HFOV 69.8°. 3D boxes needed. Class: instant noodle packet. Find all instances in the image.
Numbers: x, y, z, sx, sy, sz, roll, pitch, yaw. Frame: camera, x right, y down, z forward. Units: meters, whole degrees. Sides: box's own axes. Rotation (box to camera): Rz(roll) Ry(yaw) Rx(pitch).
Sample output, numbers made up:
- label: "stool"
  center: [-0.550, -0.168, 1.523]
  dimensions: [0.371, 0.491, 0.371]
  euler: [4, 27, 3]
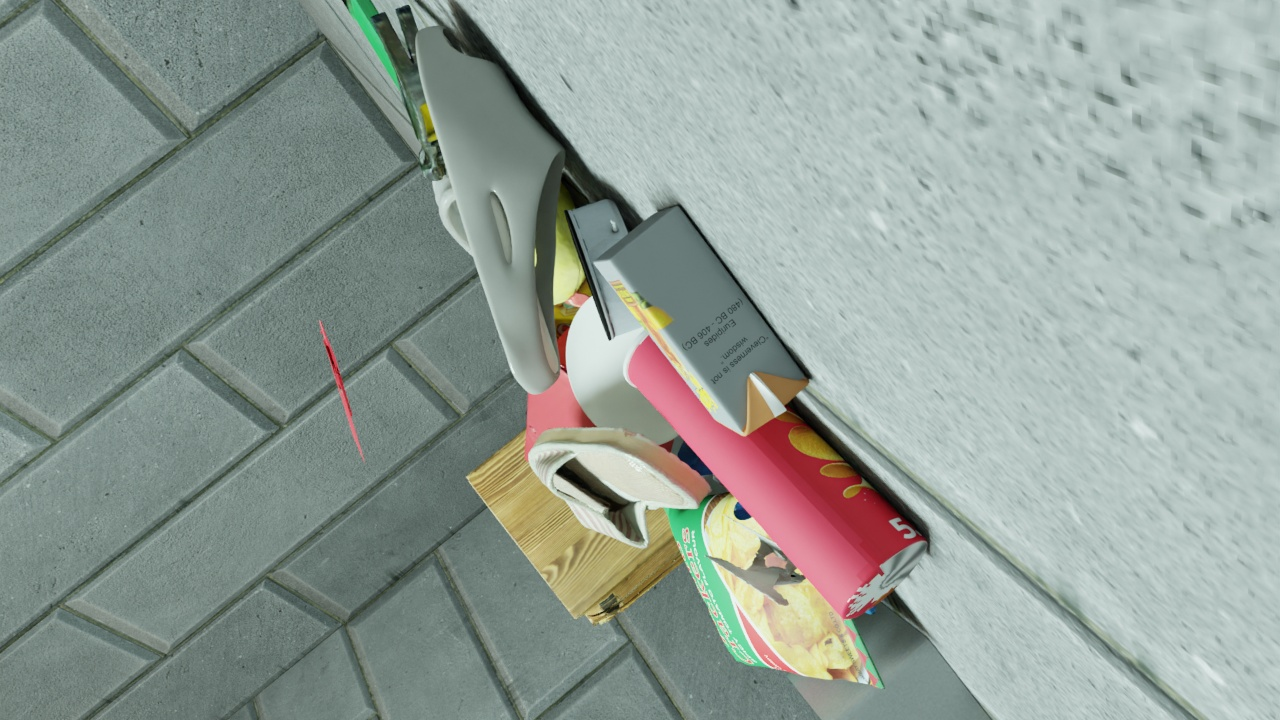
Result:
- label: "instant noodle packet"
  center: [0.109, 0.206, 0.865]
  dimensions: [0.195, 0.090, 0.253]
  euler: [65, 154, 1]

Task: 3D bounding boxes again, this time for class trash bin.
- label: "trash bin"
  center: [0.263, 0.359, 0.855]
  dimensions: [0.229, 0.114, 0.114]
  euler: [52, 175, -9]

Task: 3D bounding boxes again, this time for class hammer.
- label: "hammer"
  center: [-0.234, -0.299, 0.768]
  dimensions: [0.318, 0.032, 0.130]
  euler: [57, 163, 28]

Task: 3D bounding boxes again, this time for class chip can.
- label: "chip can"
  center: [0.080, 0.060, 0.589]
  dimensions: [0.220, 0.069, 0.069]
  euler: [47, 174, 32]

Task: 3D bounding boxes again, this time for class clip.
- label: "clip"
  center: [0.091, 0.147, 0.662]
  dimensions: [0.102, 0.057, 0.052]
  euler: [19, 134, 63]

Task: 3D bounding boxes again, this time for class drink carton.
- label: "drink carton"
  center: [0.033, -0.022, 0.521]
  dimensions: [0.125, 0.048, 0.076]
  euler: [52, 175, -11]

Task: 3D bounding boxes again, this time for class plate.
- label: "plate"
  center: [-0.004, 0.005, 0.752]
  dimensions: [0.134, 0.135, 0.011]
  euler: [50, -146, 14]

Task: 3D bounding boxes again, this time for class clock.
- label: "clock"
  center: [-0.022, -0.065, 0.644]
  dimensions: [0.122, 0.035, 0.094]
  euler: [-120, 11, -80]

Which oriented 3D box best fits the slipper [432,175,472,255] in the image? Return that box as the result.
- label: "slipper"
  center: [-0.122, -0.113, 0.955]
  dimensions: [0.247, 0.112, 0.074]
  euler: [48, -145, -43]

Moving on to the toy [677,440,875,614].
- label: "toy"
  center: [0.108, 0.104, 0.684]
  dimensions: [0.176, 0.071, 0.113]
  euler: [42, 180, -16]

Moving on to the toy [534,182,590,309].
- label: "toy"
  center: [-0.103, -0.127, 0.766]
  dimensions: [0.134, 0.092, 0.208]
  euler: [10, 120, 66]

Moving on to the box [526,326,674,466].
- label: "box"
  center: [-0.024, 0.039, 0.921]
  dimensions: [0.165, 0.152, 0.214]
  euler: [35, 147, 16]

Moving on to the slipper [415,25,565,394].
- label: "slipper"
  center: [-0.083, -0.111, 0.656]
  dimensions: [0.113, 0.081, 0.266]
  euler: [-28, -77, -85]

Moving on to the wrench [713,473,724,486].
- label: "wrench"
  center: [0.095, 0.085, 0.804]
  dimensions: [0.073, 0.022, 0.273]
  euler: [20, 163, 14]

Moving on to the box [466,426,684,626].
- label: "box"
  center: [-0.016, 0.201, 1.286]
  dimensions: [0.286, 0.279, 0.335]
  euler: [50, 173, 13]

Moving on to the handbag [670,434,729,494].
- label: "handbag"
  center: [0.032, 0.049, 1.042]
  dimensions: [0.216, 0.095, 0.222]
  euler: [55, -174, -24]

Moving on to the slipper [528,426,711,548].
- label: "slipper"
  center: [-0.029, 0.103, 0.731]
  dimensions: [0.115, 0.052, 0.263]
  euler: [38, 159, -12]

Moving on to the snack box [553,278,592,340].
- label: "snack box"
  center: [-0.066, -0.042, 0.912]
  dimensions: [0.106, 0.061, 0.083]
  euler: [2, 147, 28]
